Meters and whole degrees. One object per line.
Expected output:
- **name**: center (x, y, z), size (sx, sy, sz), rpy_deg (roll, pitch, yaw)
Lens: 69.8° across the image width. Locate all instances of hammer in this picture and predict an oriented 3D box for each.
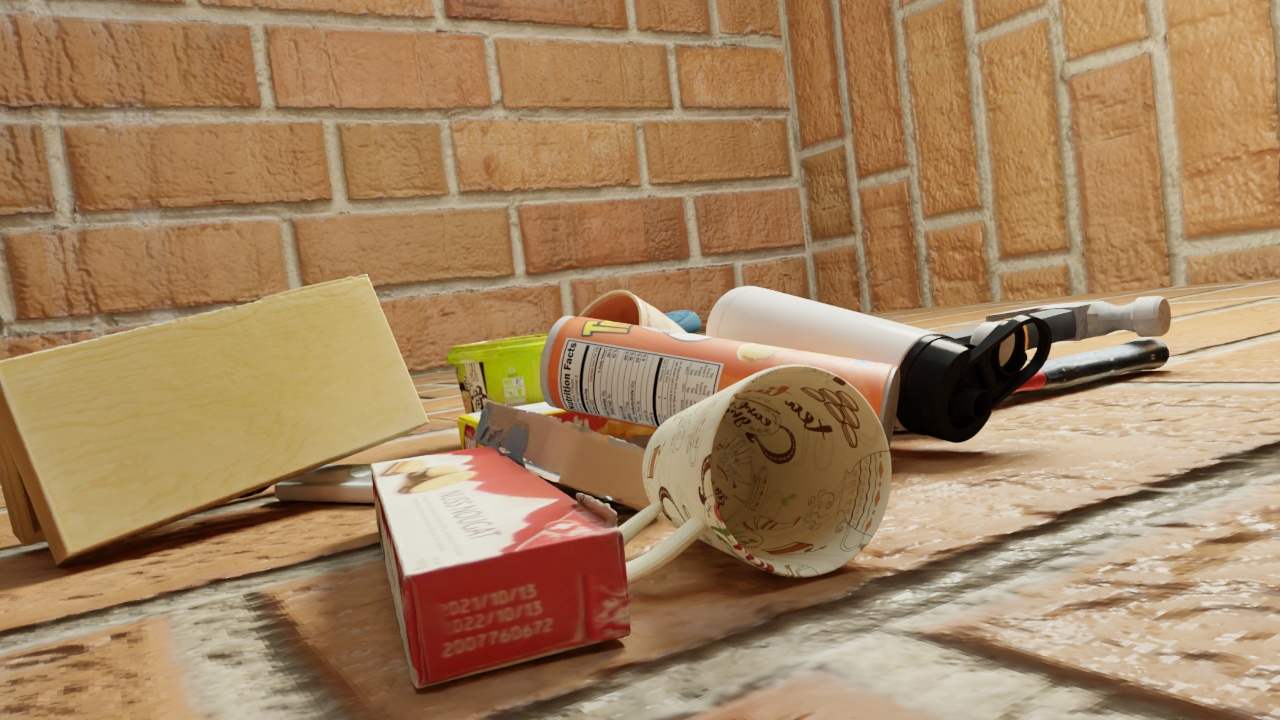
- **hammer**: center (0.308, 0.014, 0.744), size (0.325, 0.036, 0.141), rpy_deg (-8, 5, -28)
- **hammer**: center (0.299, -0.018, 0.744), size (0.311, 0.035, 0.140), rpy_deg (-10, 6, -41)

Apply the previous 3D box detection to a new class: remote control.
- **remote control**: center (-0.211, 0.088, 0.671), size (0.134, 0.022, 0.050), rpy_deg (-5, 3, 35)

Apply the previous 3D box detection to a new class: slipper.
- **slipper**: center (0.022, -0.022, 1.085), size (0.103, 0.059, 0.214), rpy_deg (-23, 4, -13)

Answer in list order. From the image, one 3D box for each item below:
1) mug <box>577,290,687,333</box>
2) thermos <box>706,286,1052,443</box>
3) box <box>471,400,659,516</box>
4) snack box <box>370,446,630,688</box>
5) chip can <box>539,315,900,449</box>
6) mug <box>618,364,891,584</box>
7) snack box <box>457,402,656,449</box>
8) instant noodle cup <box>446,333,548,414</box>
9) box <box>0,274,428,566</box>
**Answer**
- **mug**: center (-0.004, 0.004, 0.694), size (0.104, 0.085, 0.111), rpy_deg (29, -6, -39)
- **thermos**: center (0.149, -0.012, 0.632), size (0.101, 0.068, 0.230), rpy_deg (-42, 32, -18)
- **box**: center (-0.014, 0.058, 0.573), size (0.157, 0.063, 0.217), rpy_deg (0, 0, -21)
- **snack box**: center (-0.080, 0.075, 0.421), size (0.076, 0.044, 0.273), rpy_deg (-8, 3, -18)
- **chip can**: center (0.045, 0.017, 0.561), size (0.211, 0.062, 0.062), rpy_deg (10, 10, 22)
- **mug**: center (0.029, 0.059, 0.387), size (0.121, 0.081, 0.097), rpy_deg (-37, 7, -21)
- **snack box**: center (-0.045, 0.053, 0.767), size (0.200, 0.042, 0.092), rpy_deg (-8, 4, -21)
- **instant noodle cup**: center (-0.104, 0.026, 0.865), size (0.146, 0.098, 0.146), rpy_deg (-7, 4, 0)
- **box**: center (-0.301, 0.032, 0.643), size (0.149, 0.141, 0.248), rpy_deg (-9, 8, 46)
